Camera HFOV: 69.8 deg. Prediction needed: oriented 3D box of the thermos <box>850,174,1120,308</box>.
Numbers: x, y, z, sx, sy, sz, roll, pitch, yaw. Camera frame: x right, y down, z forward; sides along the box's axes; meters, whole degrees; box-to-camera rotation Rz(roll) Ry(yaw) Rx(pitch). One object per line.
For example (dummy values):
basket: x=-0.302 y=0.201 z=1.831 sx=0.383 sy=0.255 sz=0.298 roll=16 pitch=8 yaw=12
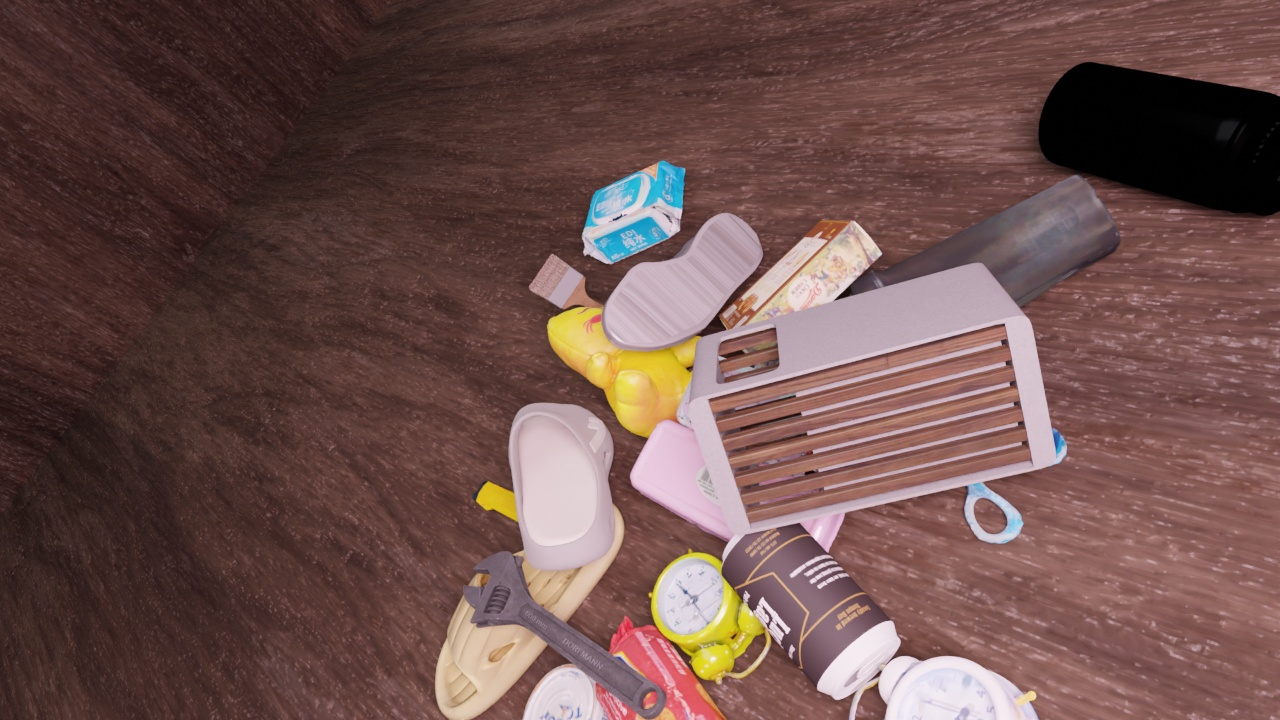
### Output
thermos: x=0.268 y=-0.063 z=0.749 sx=0.221 sy=0.098 sz=0.098 roll=-29 pitch=41 yaw=16

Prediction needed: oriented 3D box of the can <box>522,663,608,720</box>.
can: x=-0.057 y=0.307 z=0.782 sx=0.086 sy=0.043 sz=0.086 roll=-28 pitch=41 yaw=27

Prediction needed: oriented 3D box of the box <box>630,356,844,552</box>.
box: x=0.097 y=0.084 z=0.802 sx=0.201 sy=0.037 sz=0.152 roll=22 pitch=82 yaw=39

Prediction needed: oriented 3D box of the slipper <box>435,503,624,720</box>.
slipper: x=-0.125 y=0.227 z=0.891 sx=0.261 sy=0.079 sz=0.111 roll=-47 pitch=34 yaw=1

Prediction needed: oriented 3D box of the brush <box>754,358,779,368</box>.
brush: x=0.108 y=0.059 z=0.847 sx=0.041 sy=0.030 sz=0.172 roll=-5 pitch=55 yaw=42

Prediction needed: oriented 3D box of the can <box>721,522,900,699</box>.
can: x=0.122 y=0.176 z=0.674 sx=0.072 sy=0.072 sz=0.128 roll=-45 pitch=56 yaw=3

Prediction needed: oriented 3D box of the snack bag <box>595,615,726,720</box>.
snack bag: x=0.020 y=0.280 z=0.705 sx=0.082 sy=0.082 sz=0.176 roll=-48 pitch=36 yaw=0

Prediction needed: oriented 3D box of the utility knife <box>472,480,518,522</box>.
utility knife: x=-0.135 y=0.164 z=1.004 sx=0.159 sy=0.017 sz=0.030 roll=13 pitch=72 yaw=50

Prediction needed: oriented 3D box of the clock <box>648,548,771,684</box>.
clock: x=0.061 y=0.207 z=0.743 sx=0.083 sy=0.057 sz=0.119 roll=-49 pitch=44 yaw=-2

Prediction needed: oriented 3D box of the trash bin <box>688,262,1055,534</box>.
trash bin: x=0.162 y=0.027 z=0.676 sx=0.229 sy=0.114 sz=0.114 roll=-15 pitch=21 yaw=13

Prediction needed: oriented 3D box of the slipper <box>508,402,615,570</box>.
slipper: x=-0.085 y=0.096 z=0.906 sx=0.113 sy=0.081 sz=0.265 roll=-14 pitch=29 yaw=1

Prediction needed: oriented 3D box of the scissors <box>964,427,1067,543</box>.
scissors: x=0.260 y=0.072 z=0.704 sx=0.118 sy=0.013 sz=0.140 roll=-44 pitch=36 yaw=6

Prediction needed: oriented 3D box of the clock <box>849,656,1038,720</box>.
clock: x=0.193 y=0.238 z=0.594 sx=0.126 sy=0.052 sz=0.088 roll=-11 pitch=52 yaw=42

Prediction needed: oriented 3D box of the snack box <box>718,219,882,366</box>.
snack box: x=0.144 y=-0.068 z=0.859 sx=0.147 sy=0.041 sz=0.143 roll=-44 pitch=6 yaw=7

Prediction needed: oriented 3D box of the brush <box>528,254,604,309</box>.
brush: x=-0.057 y=-0.065 z=1.021 sx=0.045 sy=0.143 sz=0.008 roll=-56 pitch=36 yaw=4

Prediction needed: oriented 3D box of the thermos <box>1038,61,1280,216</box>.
thermos: x=0.415 y=-0.169 z=0.699 sx=0.086 sy=0.086 sz=0.198 roll=-48 pitch=38 yaw=0

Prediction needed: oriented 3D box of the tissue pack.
tissue pack: x=-0.011 y=-0.184 z=1.146 sx=0.145 sy=0.061 sz=0.092 roll=-20 pitch=46 yaw=32

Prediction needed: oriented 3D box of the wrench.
wrench: x=-0.072 y=0.226 z=0.766 sx=0.274 sy=0.018 sz=0.073 roll=16 pitch=63 yaw=49

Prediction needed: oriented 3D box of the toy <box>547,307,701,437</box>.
toy: x=-0.006 y=0.006 z=0.959 sx=0.194 sy=0.134 sz=0.088 roll=44 pitch=135 yaw=48

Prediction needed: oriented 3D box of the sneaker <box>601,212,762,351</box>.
sneaker: x=0.034 y=-0.065 z=0.944 sx=0.235 sy=0.099 sz=0.090 roll=-39 pitch=-7 yaw=-39
